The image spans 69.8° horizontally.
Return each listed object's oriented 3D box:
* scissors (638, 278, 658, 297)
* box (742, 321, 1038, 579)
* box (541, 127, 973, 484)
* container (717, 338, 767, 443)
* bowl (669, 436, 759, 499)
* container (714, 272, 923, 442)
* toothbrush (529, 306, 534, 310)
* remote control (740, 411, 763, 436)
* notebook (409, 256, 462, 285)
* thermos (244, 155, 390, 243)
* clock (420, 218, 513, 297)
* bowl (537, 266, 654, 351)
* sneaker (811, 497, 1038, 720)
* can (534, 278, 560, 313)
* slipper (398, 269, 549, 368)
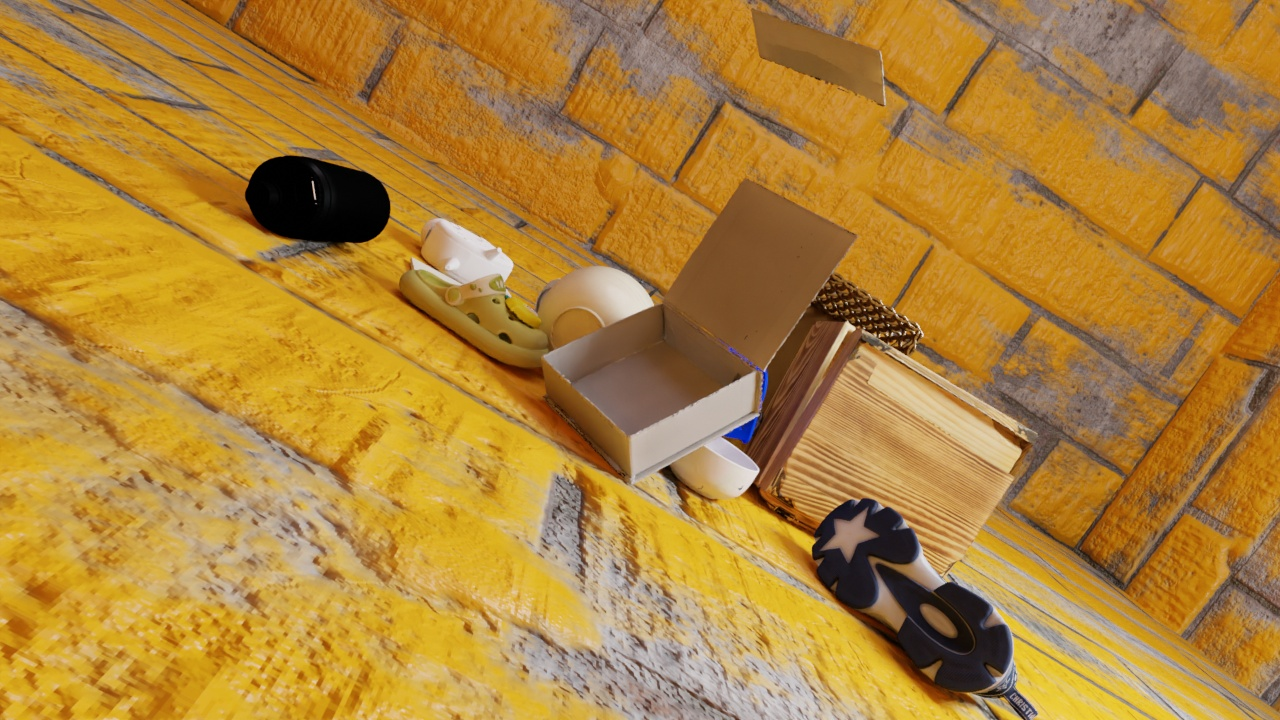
[{"bbox_3d":[-0.036,-0.047,1.293,0.013,0.163,0.154,90,-14,-60],"label":"scissors"},{"bbox_3d":[0.298,0.121,1.153,0.279,0.245,0.168,30,0,-15],"label":"box"},{"bbox_3d":[0.121,-0.075,0.950,0.166,0.478,0.119,39,-13,40],"label":"box"},{"bbox_3d":[0.097,0.030,1.029,0.058,0.096,0.114,11,24,-7],"label":"container"},{"bbox_3d":[0.072,0.113,0.999,0.105,0.054,0.105,30,8,-5],"label":"bowl"},{"bbox_3d":[0.225,0.009,1.356,0.219,0.251,0.214,31,-4,-6],"label":"container"},{"bbox_3d":[-0.124,-0.059,1.409,0.189,0.016,0.016,23,13,-48],"label":"toothbrush"},{"bbox_3d":[0.099,0.079,1.202,0.125,0.046,0.009,3,-49,31],"label":"remote control"},{"bbox_3d":[-0.199,-0.064,1.184,0.208,0.012,0.153,28,10,-24],"label":"notebook"},{"bbox_3d":[-0.349,-0.173,0.995,0.086,0.086,0.198,33,8,2],"label":"thermos"},{"bbox_3d":[-0.246,-0.155,1.322,0.125,0.073,0.161,26,10,-36],"label":"clock"},{"bbox_3d":[-0.060,-0.032,1.057,0.151,0.151,0.075,34,17,10],"label":"bowl"},{"bbox_3d":[0.280,0.246,0.921,0.132,0.103,0.269,45,0,-35],"label":"sneaker"},{"bbox_3d":[-0.063,-0.065,1.216,0.139,0.088,0.088,-5,33,-42],"label":"can"},{"bbox_3d":[-0.175,-0.062,1.021,0.190,0.081,0.091,31,6,6],"label":"slipper"}]
